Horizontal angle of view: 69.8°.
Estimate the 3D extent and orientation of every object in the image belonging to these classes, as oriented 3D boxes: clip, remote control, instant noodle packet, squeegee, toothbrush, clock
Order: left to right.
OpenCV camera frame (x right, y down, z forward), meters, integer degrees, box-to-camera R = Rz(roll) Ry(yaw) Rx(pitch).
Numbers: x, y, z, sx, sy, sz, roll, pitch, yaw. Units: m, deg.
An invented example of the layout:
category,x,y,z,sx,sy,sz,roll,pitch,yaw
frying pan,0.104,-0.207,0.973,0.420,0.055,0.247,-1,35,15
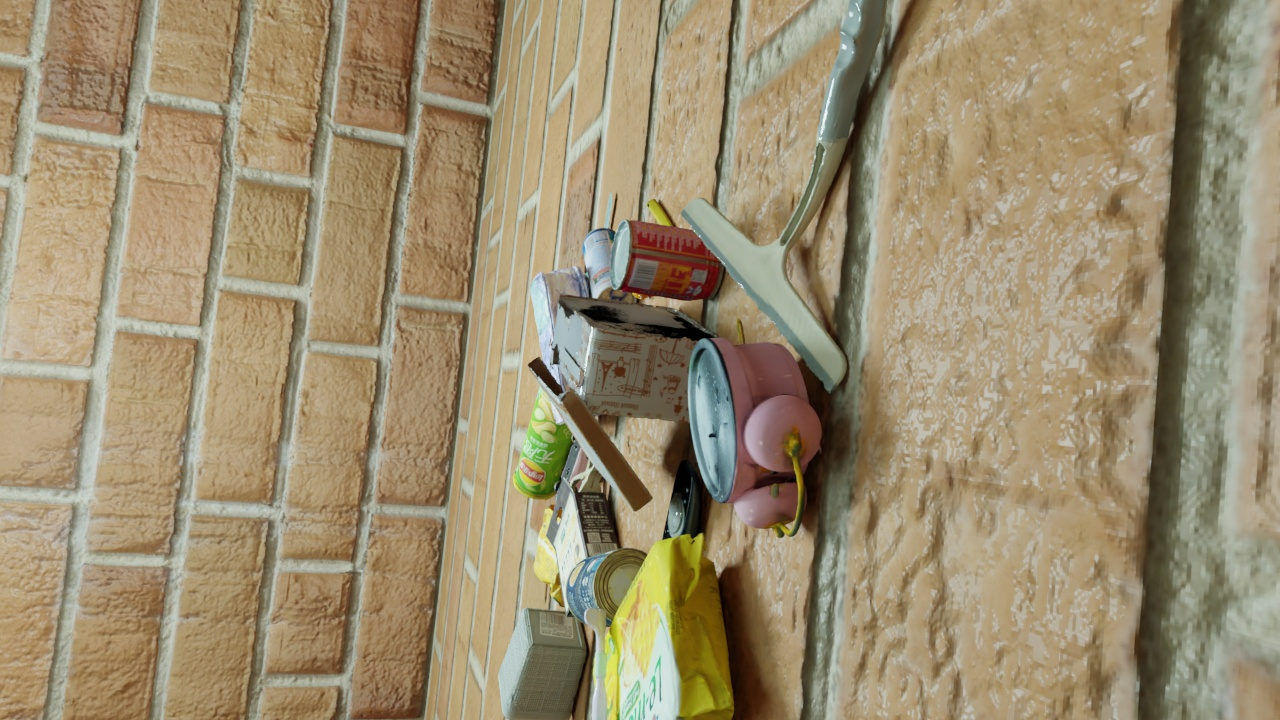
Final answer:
category,x,y,z,sx,sy,sz,roll,pitch,yaw
instant noodle packet,-0.108,0.261,1.243,0.128,0.044,0.111,-163,82,-71
clip,-0.060,0.158,1.144,0.083,0.034,0.105,-96,28,-45
toothbrush,-0.038,0.311,0.793,0.021,0.029,0.188,-19,58,31
toothbrush,0.029,-0.137,0.986,0.190,0.016,0.016,-112,34,-59
remote control,0.037,0.157,0.830,0.053,0.024,0.136,-133,53,-71
clock,0.080,0.052,0.638,0.158,0.059,0.117,-108,17,-50
squeegee,0.125,-0.150,0.633,0.246,0.039,0.247,58,140,46

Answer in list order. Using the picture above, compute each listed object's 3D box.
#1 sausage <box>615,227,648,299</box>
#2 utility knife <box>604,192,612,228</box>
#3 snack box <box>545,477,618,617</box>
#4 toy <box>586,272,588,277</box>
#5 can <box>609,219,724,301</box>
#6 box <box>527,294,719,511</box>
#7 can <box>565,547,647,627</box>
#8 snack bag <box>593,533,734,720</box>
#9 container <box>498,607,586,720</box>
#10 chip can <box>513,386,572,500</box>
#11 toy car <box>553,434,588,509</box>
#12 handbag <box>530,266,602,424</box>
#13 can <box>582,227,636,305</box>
category,x,y,z,sx,sy,sz,roll,pitch,yaw
sausage,-0.011,-0.121,1.105,0.165,0.021,0.021,-105,27,-51
utility knife,-0.058,-0.130,1.280,0.029,0.013,0.208,-146,64,-66
snack box,-0.071,0.225,1.108,0.125,0.053,0.113,-106,28,-47
toy,-0.060,-0.098,1.245,0.092,0.030,0.096,-51,52,52
can,0.024,-0.091,0.850,0.066,0.093,0.066,-174,91,-74
box,-0.026,0.043,0.870,0.182,0.152,0.178,-136,52,-70
can,-0.027,0.230,0.924,0.111,0.075,0.075,139,135,-66
snack bag,0.019,0.272,0.767,0.157,0.068,0.247,-98,21,-45
container,-0.123,0.384,1.167,0.090,0.090,0.114,-116,39,-61
chip can,-0.129,0.103,1.323,0.072,0.072,0.222,-103,25,-49
toy car,-0.082,0.142,1.219,0.056,0.037,0.122,-1,70,70
handbag,-0.087,-0.016,1.164,0.134,0.075,0.194,156,105,-76
can,-0.039,-0.109,1.140,0.134,0.053,0.053,-104,27,-51
